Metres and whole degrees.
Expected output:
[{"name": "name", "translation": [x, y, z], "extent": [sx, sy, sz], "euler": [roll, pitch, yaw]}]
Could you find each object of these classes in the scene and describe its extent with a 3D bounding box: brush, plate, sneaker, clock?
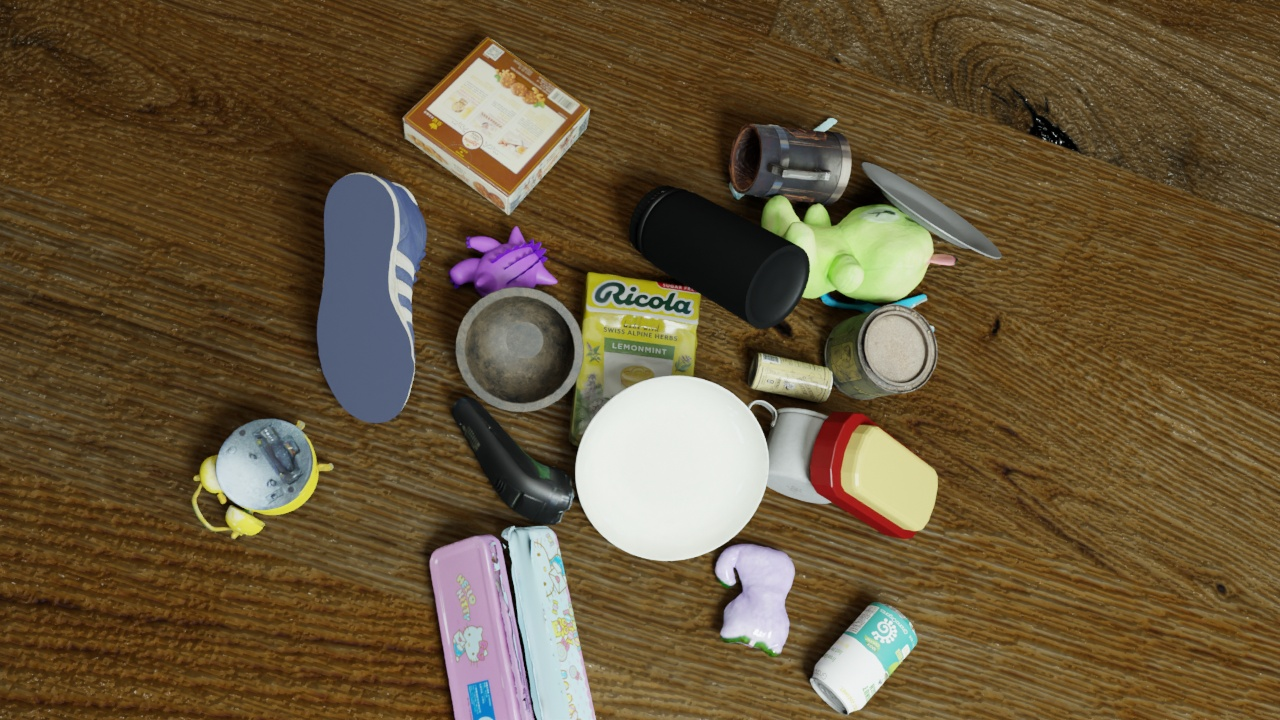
[{"name": "brush", "translation": [0.231, 0.112, 0.876], "extent": [0.173, 0.042, 0.082], "euler": [33, 71, -37]}, {"name": "plate", "translation": [0.311, -0.160, 0.994], "extent": [0.178, 0.012, 0.178], "euler": [26, 26, -14]}, {"name": "sneaker", "translation": [-0.258, -0.068, 0.900], "extent": [0.091, 0.118, 0.233], "euler": [-2, 105, -2]}, {"name": "plate", "translation": [0.029, 0.099, 0.871], "extent": [0.182, 0.034, 0.182], "euler": [-1, 103, -6]}, {"name": "clock", "translation": [-0.343, 0.105, 0.823], "extent": [0.118, 0.057, 0.083], "euler": [-34, 80, -19]}]

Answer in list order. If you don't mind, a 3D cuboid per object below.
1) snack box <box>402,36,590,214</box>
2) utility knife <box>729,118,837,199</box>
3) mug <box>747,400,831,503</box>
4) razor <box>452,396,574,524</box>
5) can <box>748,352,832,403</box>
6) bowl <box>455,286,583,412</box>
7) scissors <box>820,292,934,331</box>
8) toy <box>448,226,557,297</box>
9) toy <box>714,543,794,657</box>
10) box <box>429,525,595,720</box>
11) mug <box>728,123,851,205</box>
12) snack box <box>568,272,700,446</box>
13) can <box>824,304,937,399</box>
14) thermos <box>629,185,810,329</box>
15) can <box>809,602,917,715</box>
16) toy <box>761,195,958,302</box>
[{"name": "snack box", "translation": [-0.154, -0.255, 0.988], "extent": [0.143, 0.041, 0.146], "euler": [36, 69, 4]}, {"name": "utility knife", "translation": [0.168, -0.234, 1.050], "extent": [0.166, 0.015, 0.022], "euler": [-35, 80, -17]}, {"name": "mug", "translation": [0.148, 0.088, 0.899], "extent": [0.113, 0.084, 0.070], "euler": [23, 71, -3]}, {"name": "razor", "translation": [-0.122, 0.092, 0.876], "extent": [0.151, 0.054, 0.067], "euler": [47, 44, 16]}, {"name": "can", "translation": [0.155, 0.018, 0.949], "extent": [0.079, 0.038, 0.038], "euler": [12, 69, -5]}, {"name": "bowl", "translation": [-0.115, -0.015, 0.896], "extent": [0.121, 0.056, 0.121], "euler": [0, 102, -1]}, {"name": "scissors", "translation": [0.256, -0.057, 1.007], "extent": [0.139, 0.013, 0.118], "euler": [-25, 75, -14]}, {"name": "toy", "translation": [-0.136, -0.088, 0.926], "extent": [0.088, 0.056, 0.106], "euler": [-35, 87, -22]}, {"name": "toy", "translation": [0.106, 0.224, 0.872], "extent": [0.080, 0.036, 0.099], "euler": [14, 64, 6]}, {"name": "box", "translation": [-0.112, 0.262, 0.825], "extent": [0.090, 0.091, 0.214], "euler": [-23, 71, 28]}, {"name": "mug", "translation": [0.167, -0.207, 0.981], "extent": [0.107, 0.116, 0.080], "euler": [1, 111, -22]}, {"name": "snack box", "translation": [-0.005, 0.005, 0.922], "extent": [0.121, 0.045, 0.180], "euler": [8, 70, -7]}, {"name": "can", "translation": [0.247, -0.007, 0.944], "extent": [0.089, 0.075, 0.090], "euler": [2, 83, -15]}, {"name": "thermos", "translation": [0.066, -0.113, 0.920], "extent": [0.086, 0.086, 0.199], "euler": [-38, 48, -19]}, {"name": "can", "translation": [0.209, 0.278, 0.859], "extent": [0.101, 0.055, 0.055], "euler": [-40, 82, -20]}, {"name": "toy", "translation": [0.223, -0.112, 0.970], "extent": [0.196, 0.107, 0.150], "euler": [10, 27, -16]}]
